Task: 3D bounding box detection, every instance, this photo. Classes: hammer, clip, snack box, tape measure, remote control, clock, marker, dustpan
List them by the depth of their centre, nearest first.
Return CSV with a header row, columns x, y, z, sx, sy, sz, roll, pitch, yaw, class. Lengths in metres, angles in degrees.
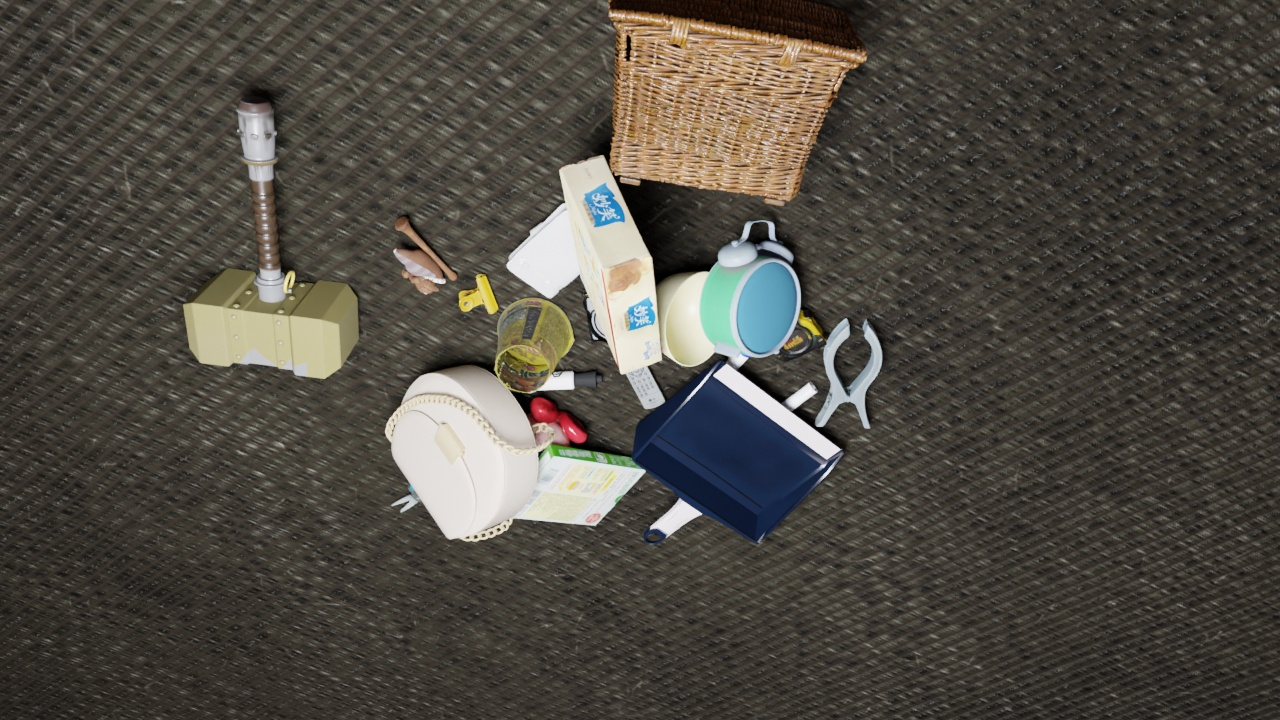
x,y,z,sx,sy,sz,roll,pitch,yaw,class
-0.031,-0.102,1.028,0.055,0.153,0.208,-19,150,-7,snack box
-0.449,-0.151,1.101,0.190,0.100,0.326,7,121,-1,hammer
0.132,-0.088,1.102,0.121,0.075,0.162,-6,107,-41,clock
-0.034,-0.056,1.161,0.072,0.042,0.071,-9,100,4,tape measure
0.193,-0.036,1.171,0.067,0.038,0.062,-28,124,21,tape measure
-0.212,-0.083,1.179,0.046,0.035,0.053,-21,121,-6,clip
0.291,0.022,1.204,0.108,0.027,0.163,6,122,2,clip
0.110,0.020,1.217,0.020,0.020,0.142,33,117,-15,marker
-0.007,0.007,1.220,0.033,0.013,0.136,-21,117,15,remote control
-0.114,0.027,1.231,0.126,0.025,0.025,-2,120,4,marker
0.184,0.075,1.246,0.134,0.020,0.017,-40,91,23,marker
0.100,0.160,1.255,0.236,0.080,0.274,36,126,-20,dustpan
-0.093,0.176,1.272,0.167,0.027,0.132,15,126,-41,snack box

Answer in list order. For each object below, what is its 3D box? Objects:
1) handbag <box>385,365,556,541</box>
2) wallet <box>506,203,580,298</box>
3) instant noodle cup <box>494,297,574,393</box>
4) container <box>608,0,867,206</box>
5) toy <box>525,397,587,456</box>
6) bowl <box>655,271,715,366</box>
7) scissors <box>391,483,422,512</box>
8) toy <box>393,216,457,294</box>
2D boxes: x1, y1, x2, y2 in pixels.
x,y,z,sx,sy,sz,roll,pitch,yaw,class
-0.227,0.116,1.208,0.210,0.103,0.209,51,127,19,handbag
-0.101,-0.135,1.134,0.116,0.032,0.086,-36,123,19,wallet
-0.140,-0.014,1.160,0.102,0.108,0.102,2,118,3,instant noodle cup
0.081,-0.282,0.965,0.250,0.161,0.184,9,126,-2,container
-0.145,0.116,1.268,0.124,0.096,0.131,32,104,-39,toy
0.045,-0.059,1.138,0.074,0.117,0.118,20,132,42,bowl
-0.299,0.182,1.337,0.122,0.019,0.149,14,126,-9,scissors
-0.277,-0.125,1.142,0.055,0.041,0.102,-42,121,-1,toy
